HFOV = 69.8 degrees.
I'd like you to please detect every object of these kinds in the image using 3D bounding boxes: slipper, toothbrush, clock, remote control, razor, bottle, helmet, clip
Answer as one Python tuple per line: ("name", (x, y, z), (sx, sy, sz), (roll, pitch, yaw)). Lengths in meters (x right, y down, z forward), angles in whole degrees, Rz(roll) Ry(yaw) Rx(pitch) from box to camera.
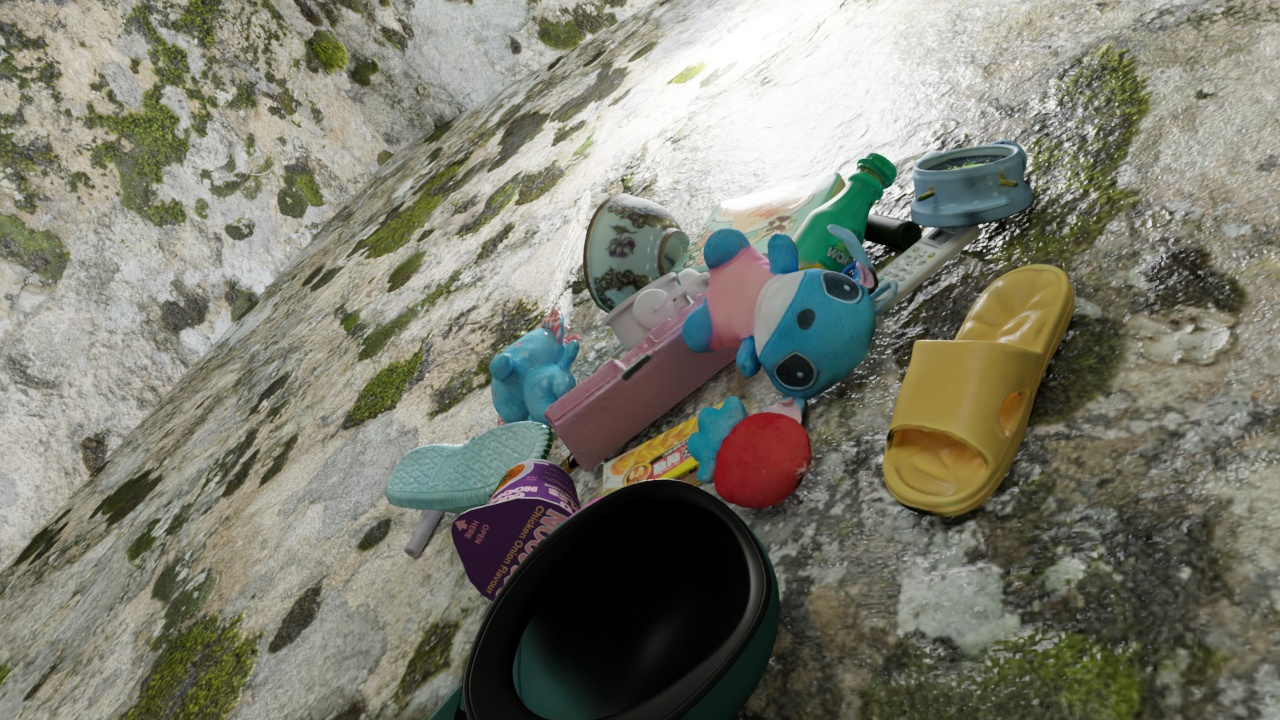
("slipper", (0.264, 0.005, 0.734), (0.100, 0.078, 0.262), (0, 45, 53))
("toothbrush", (-0.244, 0.166, 1.150), (0.018, 0.019, 0.187), (-20, 32, 36))
("clock", (0.021, -0.066, 1.091), (0.119, 0.061, 0.160), (-31, -4, -40))
("remote control", (0.282, -0.095, 0.928), (0.133, 0.022, 0.050), (-39, 26, -3))
("razor", (-0.092, 0.133, 1.024), (0.144, 0.021, 0.044), (-46, 28, -20))
("bottle", (0.204, -0.131, 0.988), (0.209, 0.068, 0.068), (-54, 30, -9))
("slipper", (-0.201, 0.139, 1.089), (0.277, 0.069, 0.115), (-12, 39, 39))
("helmet", (-0.029, 0.211, 0.631), (0.274, 0.201, 0.176), (-36, 68, -28))
("clip", (-0.116, -0.033, 1.293), (0.060, 0.045, 0.023), (-4, 37, 27))
("bottle", (0.262, -0.147, 1.022), (0.033, 0.033, 0.123), (-41, 27, -7))
("clock", (0.334, -0.182, 0.935), (0.118, 0.060, 0.161), (-6, 22, 19))

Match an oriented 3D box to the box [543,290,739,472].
("box", (-0.007, 0.006, 1.018), (0.232, 0.106, 0.115), (-38, 41, -7))

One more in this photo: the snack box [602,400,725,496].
("snack box", (0.031, 0.102, 0.916), (0.152, 0.025, 0.075), (-29, 29, 17))

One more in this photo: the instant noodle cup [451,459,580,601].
("instant noodle cup", (-0.113, 0.157, 0.905), (0.122, 0.137, 0.121), (-59, 12, 17))

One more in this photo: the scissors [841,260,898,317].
("scissors", (0.211, -0.047, 0.921), (0.123, 0.016, 0.125), (-4, 60, 62))

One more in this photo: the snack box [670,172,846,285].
("snack box", (0.146, -0.153, 1.125), (0.194, 0.044, 0.141), (-5, 42, 45))

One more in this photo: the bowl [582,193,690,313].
("bowl", (0.010, -0.135, 1.191), (0.094, 0.160, 0.159), (9, 50, 34))

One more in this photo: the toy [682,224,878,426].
("toy", (0.128, -0.032, 0.892), (0.191, 0.098, 0.224), (26, 97, 34))

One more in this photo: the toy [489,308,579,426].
("toy", (-0.136, 0.025, 1.138), (0.183, 0.114, 0.180), (-61, 22, 6))

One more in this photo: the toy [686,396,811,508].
("toy", (0.093, 0.083, 0.821), (0.133, 0.062, 0.092), (24, 79, 49))
